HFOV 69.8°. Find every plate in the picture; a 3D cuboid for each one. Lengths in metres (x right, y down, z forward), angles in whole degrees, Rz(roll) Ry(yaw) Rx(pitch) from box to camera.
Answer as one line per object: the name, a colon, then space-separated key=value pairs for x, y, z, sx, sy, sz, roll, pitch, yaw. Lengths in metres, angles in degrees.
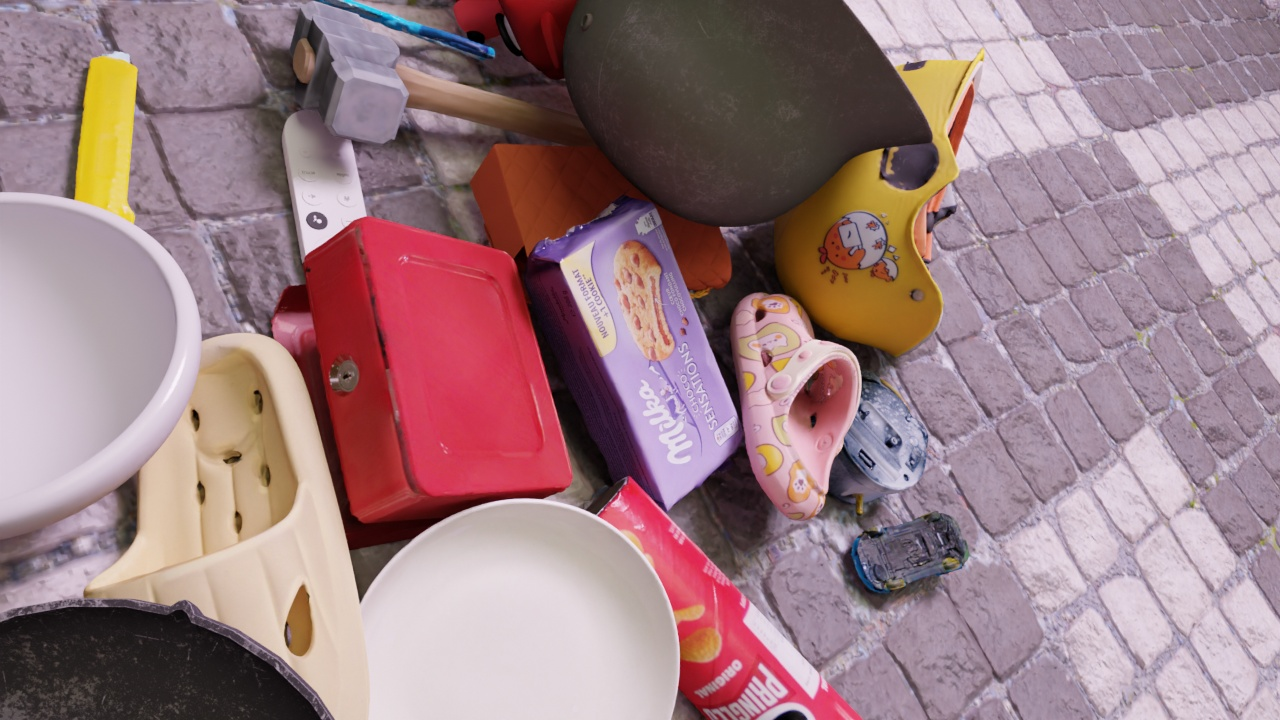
plate: x=-0.068 y=0.163 z=0.483 sx=0.182 sy=0.034 sz=0.182 roll=2 pitch=86 yaw=-24

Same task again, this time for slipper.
slipper: x=-0.193 y=0.094 z=0.417 sx=0.111 sy=0.079 sz=0.261 roll=-15 pitch=65 yaw=-1
slipper: x=0.119 y=0.023 z=0.651 sx=0.093 sy=0.082 sz=0.196 roll=48 pitch=29 yaw=-35

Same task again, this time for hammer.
hammer: x=-0.085 y=-0.177 z=0.669 sx=0.322 sy=0.051 sz=0.117 roll=5 pitch=35 yaw=-37

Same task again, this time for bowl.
bowl: x=-0.293 y=0.009 z=0.420 sx=0.176 sy=0.066 sz=0.176 roll=6 pitch=56 yaw=-10

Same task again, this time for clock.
clock: x=0.179 y=0.057 z=0.715 sx=0.090 sy=0.052 sz=0.129 roll=47 pitch=50 yaw=-1

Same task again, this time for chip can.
chip can: x=0.047 y=0.173 z=0.553 sx=0.233 sy=0.073 sz=0.072 roll=46 pitch=50 yaw=-1

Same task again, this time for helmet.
helmet: x=0.181 y=-0.127 z=0.728 sx=0.208 sy=0.140 sz=0.240 roll=-8 pitch=107 yaw=-72
helmet: x=0.039 y=-0.181 z=0.595 sx=0.227 sy=0.154 sz=0.267 roll=35 pitch=19 yaw=-42

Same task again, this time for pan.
pan: x=-0.275 y=0.162 z=0.344 sx=0.357 sy=0.040 sz=0.207 roll=20 pitch=90 yaw=-5

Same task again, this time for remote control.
remote control: x=-0.201 y=-0.103 z=0.589 sx=0.043 sy=0.013 sz=0.136 roll=-3 pitch=66 yaw=-34

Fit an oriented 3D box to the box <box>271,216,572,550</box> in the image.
box: x=-0.116 y=0.012 z=0.512 sx=0.136 sy=0.123 sz=0.157 roll=-4 pitch=67 yaw=-39

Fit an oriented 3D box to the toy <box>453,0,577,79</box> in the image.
toy: x=-0.086 y=-0.289 z=0.697 sx=0.158 sy=0.121 sz=0.197 roll=-13 pitch=80 yaw=-80

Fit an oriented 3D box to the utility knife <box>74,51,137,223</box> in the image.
utility knife: x=-0.307 y=-0.122 z=0.530 sx=0.030 sy=0.017 sz=0.155 roll=8 pitch=61 yaw=-35

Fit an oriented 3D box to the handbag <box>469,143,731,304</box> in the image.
handbag: x=-0.025 y=-0.091 z=0.662 sx=0.171 sy=0.060 sz=0.108 roll=-8 pitch=69 yaw=-36

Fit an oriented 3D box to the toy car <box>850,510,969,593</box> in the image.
toy car: x=0.201 y=0.145 z=0.693 sx=0.105 sy=0.032 sz=0.048 roll=-9 pitch=70 yaw=-30

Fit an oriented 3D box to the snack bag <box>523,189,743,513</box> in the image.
snack bag: x=-0.003 y=0.004 z=0.593 sx=0.096 sy=0.059 sz=0.205 roll=-38 pitch=114 yaw=-40

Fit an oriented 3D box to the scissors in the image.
scissors: x=-0.170 y=-0.239 z=0.652 sx=0.140 sy=0.083 sz=0.015 roll=15 pitch=101 yaw=-27
